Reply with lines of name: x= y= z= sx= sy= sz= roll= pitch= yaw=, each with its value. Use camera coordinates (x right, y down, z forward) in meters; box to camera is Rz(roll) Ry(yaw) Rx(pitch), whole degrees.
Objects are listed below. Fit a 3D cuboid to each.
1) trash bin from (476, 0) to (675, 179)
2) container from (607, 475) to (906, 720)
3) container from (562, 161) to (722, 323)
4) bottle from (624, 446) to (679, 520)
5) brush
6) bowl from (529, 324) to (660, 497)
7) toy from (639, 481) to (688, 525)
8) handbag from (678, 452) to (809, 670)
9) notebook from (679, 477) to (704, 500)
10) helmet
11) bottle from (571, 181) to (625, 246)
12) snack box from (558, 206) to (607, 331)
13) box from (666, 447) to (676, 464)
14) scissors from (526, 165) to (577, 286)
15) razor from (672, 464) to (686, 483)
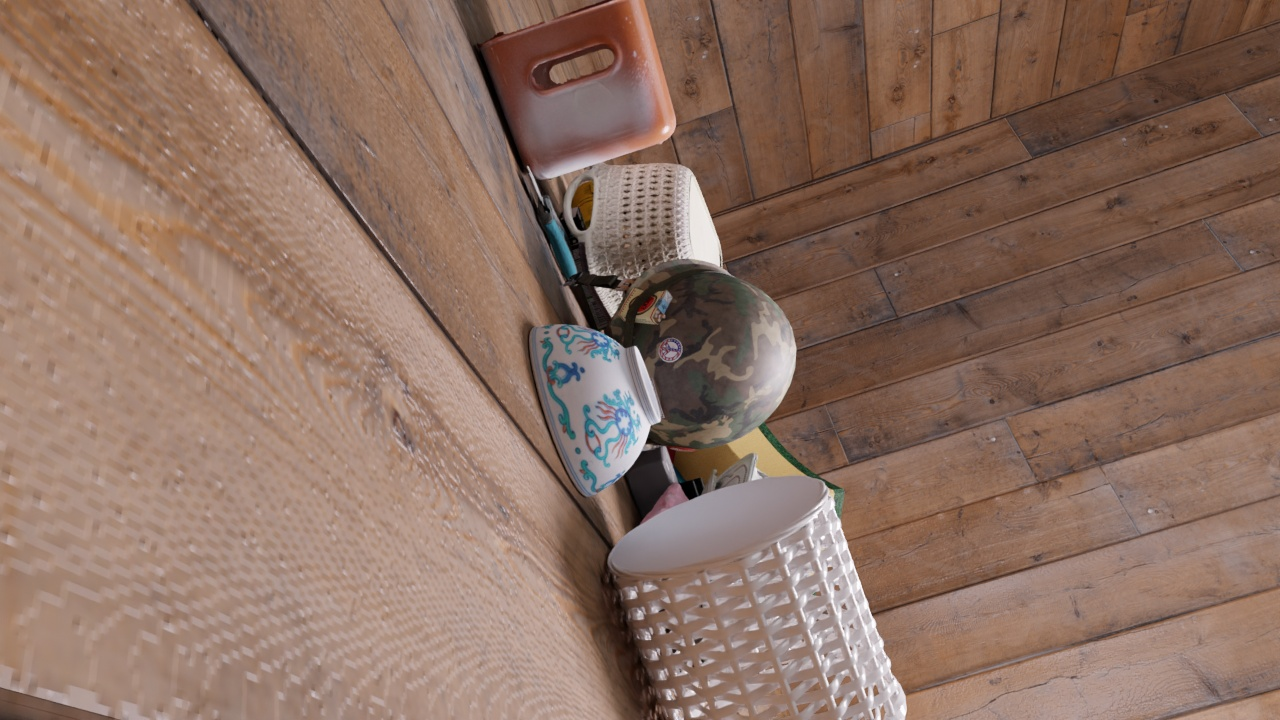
trash bin: x=-0.063 y=-0.310 z=1.046 sx=0.259 sy=0.181 sz=0.157 roll=-96 pitch=169 yaw=-73
container: x=0.090 y=0.213 z=0.731 sx=0.189 sy=0.189 sz=0.187 roll=-67 pitch=137 yaw=-83
container: x=0.014 y=-0.130 z=1.131 sx=0.252 sy=0.143 sz=0.184 roll=57 pitch=33 yaw=-58
bottle: x=0.031 y=0.181 z=1.038 sx=0.083 sy=0.046 sz=0.174 roll=-91 pitch=162 yaw=-75
brush: x=0.132 y=0.180 z=1.139 sx=0.250 sy=0.075 sz=0.195 roll=49 pitch=-46 yaw=50
bowl: x=-0.029 y=0.030 z=0.740 sx=0.144 sy=0.074 sz=0.144 roll=-17 pitch=89 yaw=-85
toy: x=0.030 y=0.174 z=0.951 sx=0.099 sy=0.053 sz=0.095 roll=67 pitch=36 yaw=-51
handbag: x=0.098 y=0.209 z=0.939 sx=0.142 sy=0.096 sz=0.198 roll=-49 pitch=-158 yaw=47
notebook: x=0.079 y=0.262 z=1.116 sx=0.169 sy=0.019 sz=0.231 roll=139 pitch=-66 yaw=-72
helmet: x=0.037 y=-0.002 z=0.962 sx=0.236 sy=0.224 sz=0.193 roll=37 pitch=-19 yaw=50
bottle: x=-0.063 y=-0.206 z=1.299 sx=0.163 sy=0.071 sz=0.071 roll=-102 pitch=172 yaw=-56
snack box: x=-0.067 y=-0.119 z=1.186 sx=0.080 sy=0.025 sz=0.147 roll=-95 pitch=166 yaw=-71
box: x=0.090 y=0.120 z=1.330 sx=0.117 sy=0.157 sz=0.135 roll=21 pitch=49 yaw=-78
scissors: x=-0.094 y=-0.141 z=0.999 sx=0.130 sy=0.019 sz=0.150 roll=-23 pitch=96 yaw=-86
razor: x=0.056 y=0.165 z=1.176 sx=0.144 sy=0.022 sz=0.042 roll=-125 pitch=-155 yaw=-48
